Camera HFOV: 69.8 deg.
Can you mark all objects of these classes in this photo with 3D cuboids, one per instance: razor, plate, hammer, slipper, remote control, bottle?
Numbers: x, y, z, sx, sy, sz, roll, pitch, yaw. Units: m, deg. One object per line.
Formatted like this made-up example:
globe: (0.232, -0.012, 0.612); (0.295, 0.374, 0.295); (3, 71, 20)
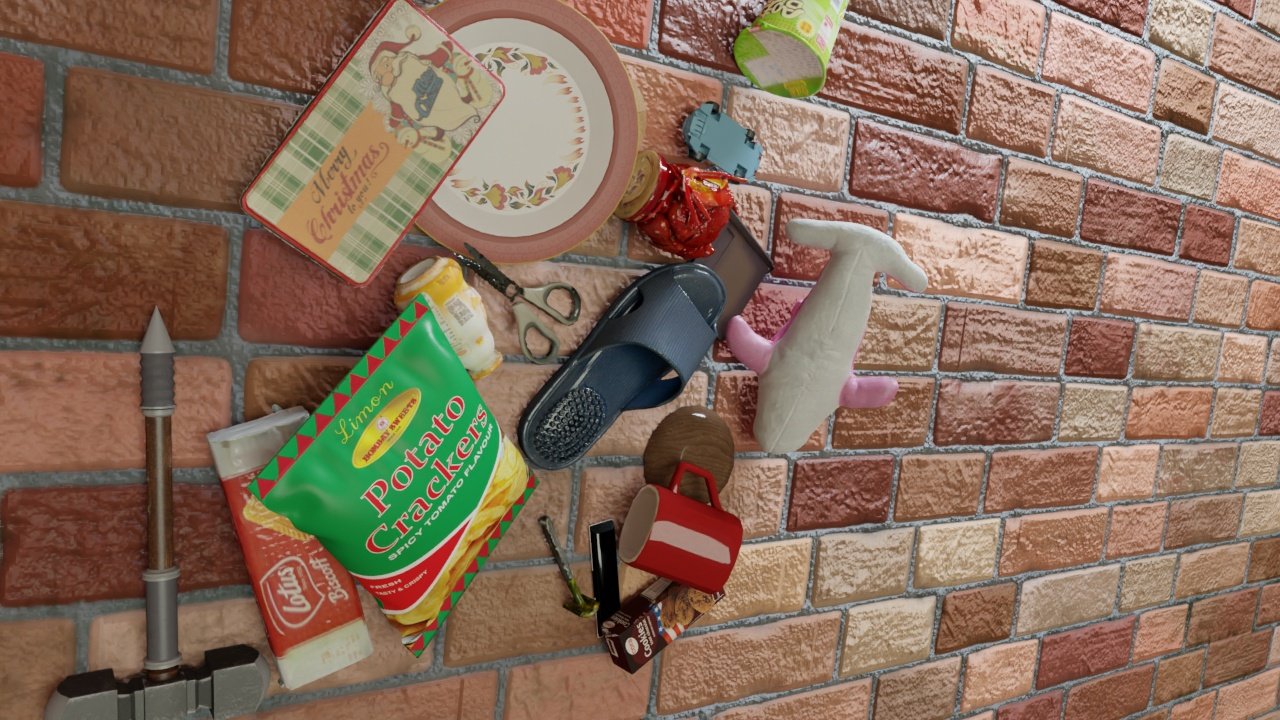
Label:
razor: (-0.076, 0.201, 0.903); (0.026, 0.042, 0.106); (-27, 103, -25)
plate: (-0.112, -0.198, 0.790); (0.229, 0.021, 0.230); (-5, 105, -19)
hammer: (-0.363, 0.123, 0.693); (0.155, 0.043, 0.322); (-2, 97, -34)
slipper: (-0.005, 0.005, 0.875); (0.263, 0.082, 0.101); (-44, 118, -14)
remote control: (-0.035, 0.225, 0.943); (0.028, 0.012, 0.124); (-11, 105, -32)
bottle: (-0.160, -0.034, 0.783); (0.063, 0.063, 0.108); (-42, 120, -21)
bottle: (0.041, -0.147, 0.874); (0.111, 0.099, 0.099); (23, 85, -34)

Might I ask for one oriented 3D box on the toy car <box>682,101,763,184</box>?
toy car: (0.080, -0.219, 0.933); (0.107, 0.027, 0.060); (20, 87, -44)

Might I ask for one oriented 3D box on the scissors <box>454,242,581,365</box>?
scissors: (-0.104, -0.065, 0.820); (0.132, 0.013, 0.170); (-40, 133, -33)

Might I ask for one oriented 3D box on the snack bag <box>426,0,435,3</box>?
snack bag: (-0.144, -0.328, 0.655); (0.094, 0.207, 0.070); (17, 88, -35)

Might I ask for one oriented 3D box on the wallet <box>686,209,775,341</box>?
wallet: (0.089, -0.089, 0.970); (0.091, 0.018, 0.115); (46, 71, -30)

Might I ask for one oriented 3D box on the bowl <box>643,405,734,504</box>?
bowl: (0.059, 0.107, 0.974); (0.117, 0.030, 0.118); (-6, 102, -33)

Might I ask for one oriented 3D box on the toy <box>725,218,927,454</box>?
toy: (0.186, -0.026, 0.981); (0.186, 0.127, 0.266); (22, 113, 2)

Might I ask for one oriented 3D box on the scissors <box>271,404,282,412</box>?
scissors: (-0.256, 0.101, 0.775); (0.172, 0.021, 0.171); (-37, 119, -18)

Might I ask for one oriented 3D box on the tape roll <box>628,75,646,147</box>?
tape roll: (-0.040, -0.225, 0.851); (0.093, 0.027, 0.094); (-6, 102, -33)

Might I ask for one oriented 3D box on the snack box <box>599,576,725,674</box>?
snack box: (0.026, 0.263, 0.968); (0.140, 0.032, 0.051); (-31, 116, -32)

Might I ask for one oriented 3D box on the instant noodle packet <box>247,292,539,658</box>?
instant noodle packet: (-0.182, 0.102, 0.754); (0.195, 0.090, 0.253); (-56, 142, -30)

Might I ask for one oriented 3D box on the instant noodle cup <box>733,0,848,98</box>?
instant noodle cup: (0.161, -0.339, 0.931); (0.099, 0.099, 0.107); (39, 69, -32)

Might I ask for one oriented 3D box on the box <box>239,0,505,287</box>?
box: (-0.206, -0.168, 0.716); (0.117, 0.050, 0.205); (38, 85, -23)

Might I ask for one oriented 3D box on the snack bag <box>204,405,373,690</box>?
snack bag: (-0.280, 0.153, 0.739); (0.077, 0.041, 0.225); (-19, 108, -29)

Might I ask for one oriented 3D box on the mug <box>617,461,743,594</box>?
mug: (0.046, 0.165, 0.927); (0.096, 0.080, 0.116); (23, 85, -18)
